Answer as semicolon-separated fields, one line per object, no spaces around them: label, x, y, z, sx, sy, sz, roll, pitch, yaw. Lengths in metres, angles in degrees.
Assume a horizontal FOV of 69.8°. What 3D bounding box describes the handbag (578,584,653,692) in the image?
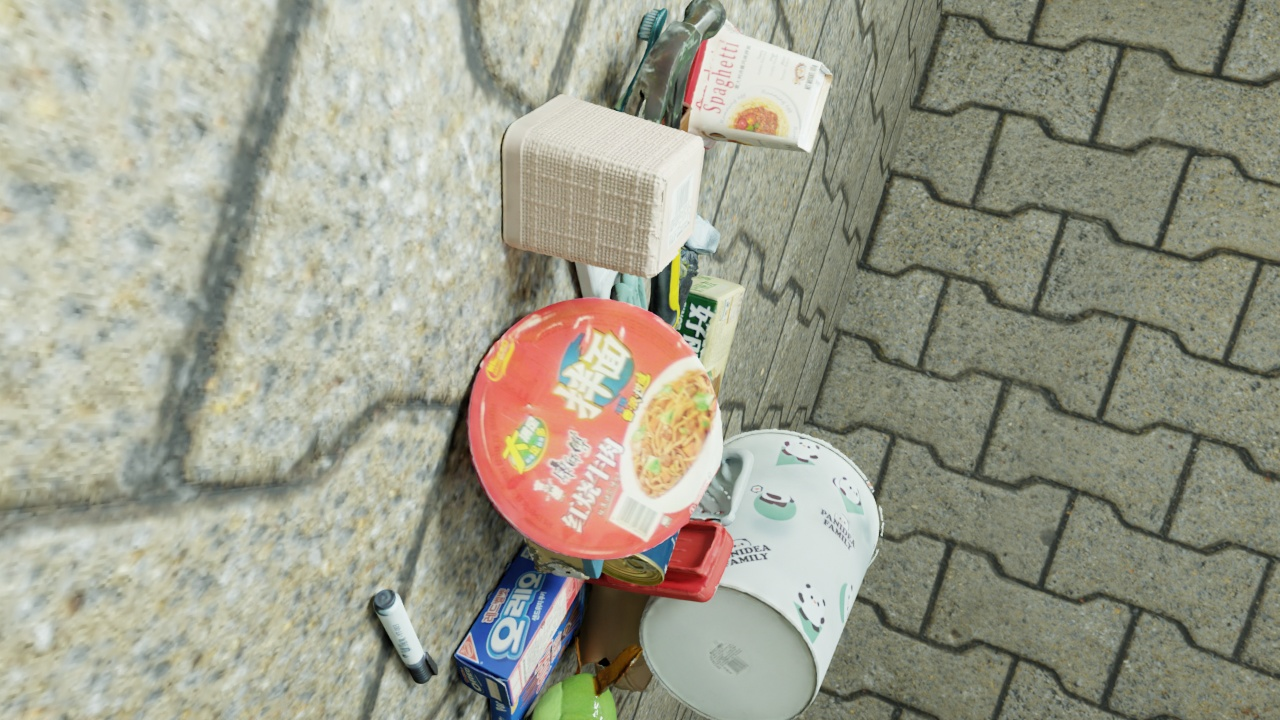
handbag;-0.014;0.275;1.068;0.148;0.100;0.204;59;42;-68

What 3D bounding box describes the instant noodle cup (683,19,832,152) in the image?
instant noodle cup;0.106;-0.250;0.864;0.116;0.124;0.116;-19;125;-68

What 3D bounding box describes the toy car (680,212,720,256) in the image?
toy car;0.062;-0.137;1.002;0.043;0.034;0.090;-70;162;4

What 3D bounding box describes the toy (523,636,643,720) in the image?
toy;-0.077;0.381;0.916;0.247;0.090;0.226;-56;-168;46

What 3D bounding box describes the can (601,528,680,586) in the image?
can;0.002;0.140;0.844;0.075;0.075;0.110;83;25;-55

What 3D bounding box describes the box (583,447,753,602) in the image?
box;0.016;0.157;0.916;0.038;0.201;0.157;46;57;-32

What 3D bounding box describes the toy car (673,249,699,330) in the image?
toy car;0.032;-0.068;0.976;0.048;0.031;0.106;-16;127;-65

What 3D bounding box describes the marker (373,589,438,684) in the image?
marker;-0.166;0.198;0.655;0.022;0.018;0.131;-17;141;-14

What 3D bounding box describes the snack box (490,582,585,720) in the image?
snack box;-0.103;0.296;0.941;0.156;0.026;0.085;-54;158;-45

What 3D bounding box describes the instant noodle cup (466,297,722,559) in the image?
instant noodle cup;-0.038;0.053;0.692;0.193;0.194;0.066;-65;-168;-20

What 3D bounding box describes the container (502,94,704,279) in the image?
container;-0.023;-0.116;0.621;0.090;0.111;0.090;-51;153;-49

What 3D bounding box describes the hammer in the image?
hammer;0.022;-0.134;0.782;0.125;0.032;0.324;-56;161;-32

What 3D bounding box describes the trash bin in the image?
trash bin;0.126;0.234;0.988;0.251;0.230;0.230;-49;152;-56

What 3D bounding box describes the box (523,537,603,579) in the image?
box;-0.049;0.089;0.789;0.090;0.060;0.183;82;18;-56

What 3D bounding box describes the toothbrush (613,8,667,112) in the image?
toothbrush;-0.020;-0.193;0.722;0.191;0.018;0.016;-68;163;-5

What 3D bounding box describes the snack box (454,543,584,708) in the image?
snack box;-0.091;0.206;0.836;0.058;0.057;0.206;93;22;-47

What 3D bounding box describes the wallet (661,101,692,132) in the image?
wallet;0.008;-0.159;0.818;0.101;0.032;0.124;92;24;-50

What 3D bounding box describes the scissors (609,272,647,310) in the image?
scissors;-0.005;0.011;0.788;0.139;0.019;0.180;-52;138;-74

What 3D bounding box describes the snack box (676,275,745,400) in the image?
snack box;0.057;0.024;1.097;0.114;0.063;0.240;-32;138;-64

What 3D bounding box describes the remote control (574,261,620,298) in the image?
remote control;-0.034;-0.077;0.783;0.136;0.020;0.055;80;33;-58
